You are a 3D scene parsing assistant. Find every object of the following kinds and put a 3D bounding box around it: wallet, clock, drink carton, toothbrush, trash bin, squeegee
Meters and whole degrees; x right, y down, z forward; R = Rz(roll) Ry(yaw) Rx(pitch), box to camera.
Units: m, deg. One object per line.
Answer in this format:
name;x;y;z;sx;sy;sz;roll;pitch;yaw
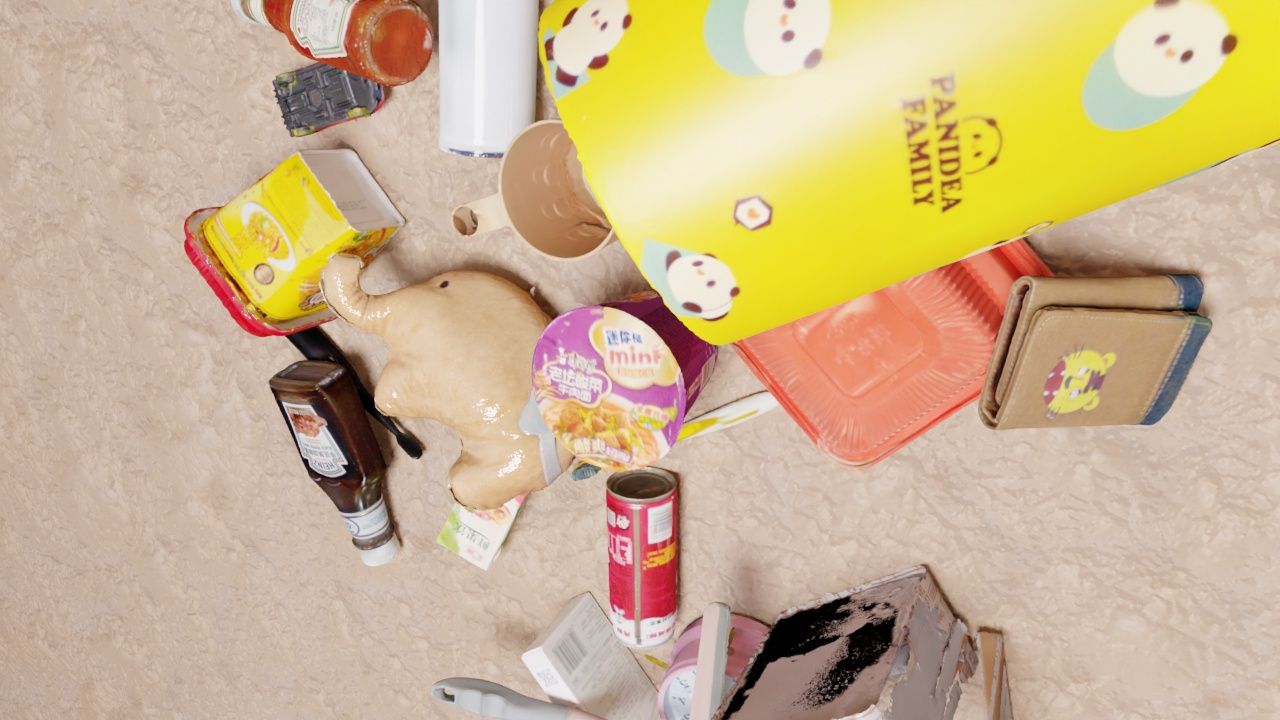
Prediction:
wallet;0.245;-0.004;0.497;0.115;0.033;0.090;0;115;-18
clock;0.080;0.277;0.709;0.117;0.059;0.158;-31;96;33
drink carton;-0.120;0.110;0.751;0.053;0.045;0.123;29;121;1
toothbrush;-0.264;0.008;0.797;0.212;0.026;0.027;46;156;2
trash bin;0.112;-0.139;0.405;0.256;0.229;0.229;-25;97;20
toothbrush;0.020;0.059;0.678;0.192;0.018;0.016;-23;99;31
squeegee;-0.050;0.274;0.685;0.250;0.040;0.247;6;94;27

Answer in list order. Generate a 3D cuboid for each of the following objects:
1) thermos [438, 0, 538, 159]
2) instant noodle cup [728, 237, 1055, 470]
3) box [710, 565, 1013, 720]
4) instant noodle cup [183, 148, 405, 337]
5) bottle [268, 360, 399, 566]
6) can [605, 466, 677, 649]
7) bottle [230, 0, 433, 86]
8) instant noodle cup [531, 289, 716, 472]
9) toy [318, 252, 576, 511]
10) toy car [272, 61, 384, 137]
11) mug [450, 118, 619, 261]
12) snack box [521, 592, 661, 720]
thermos;-0.100;-0.249;0.591;0.073;0.073;0.224;14;114;21
instant noodle cup;0.137;-0.024;0.554;0.164;0.078;0.189;49;123;2
box;0.172;0.264;0.592;0.157;0.182;0.192;-27;93;32
instant noodle cup;-0.262;-0.096;0.711;0.124;0.116;0.116;-35;92;21
bottle;-0.257;0.094;0.800;0.080;0.043;0.195;5;121;31
can;0.002;0.152;0.703;0.053;0.053;0.133;8;113;23
bottle;-0.224;-0.237;0.638;0.206;0.059;0.060;27;121;37
instant noodle cup;-0.004;0.004;0.622;0.112;0.099;0.112;9;113;22
toy;-0.130;-0.003;0.673;0.226;0.143;0.083;49;164;4
toy car;-0.234;-0.202;0.695;0.106;0.031;0.049;-7;107;32
mug;-0.045;-0.112;0.594;0.125;0.103;0.084;-12;103;29
snack box;-0.025;0.276;0.746;0.027;0.084;0.157;-32;93;31
